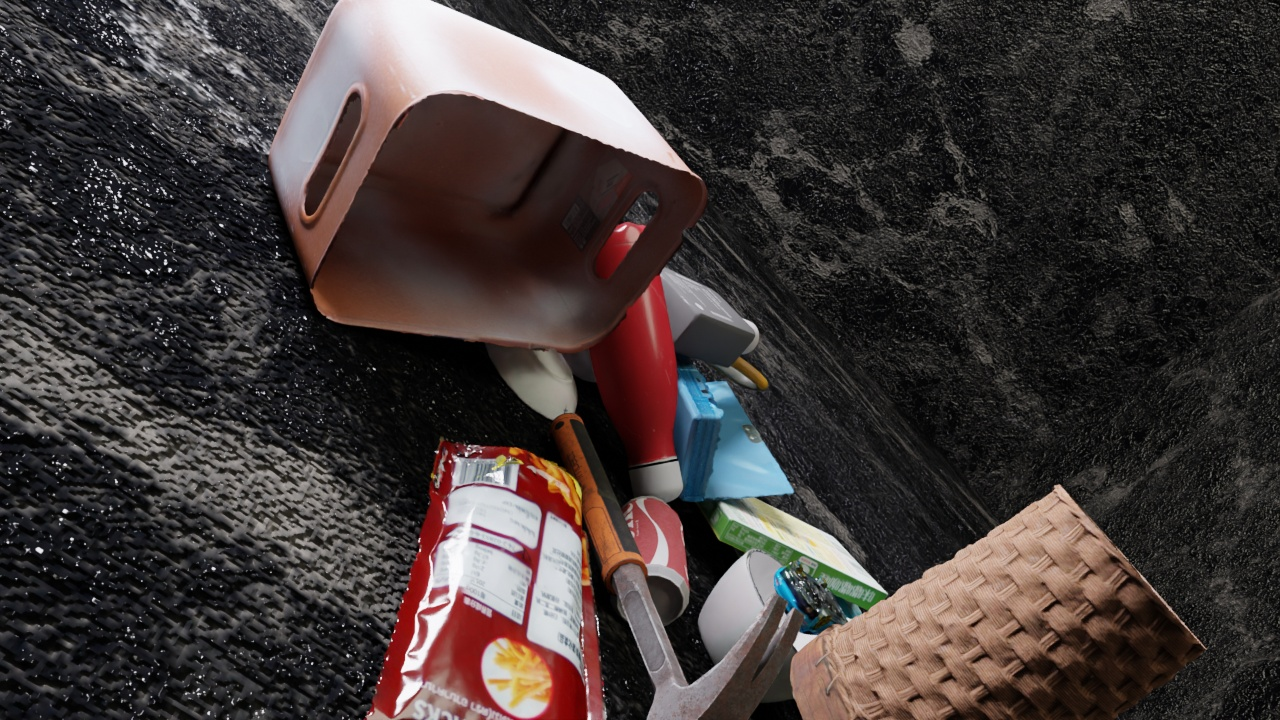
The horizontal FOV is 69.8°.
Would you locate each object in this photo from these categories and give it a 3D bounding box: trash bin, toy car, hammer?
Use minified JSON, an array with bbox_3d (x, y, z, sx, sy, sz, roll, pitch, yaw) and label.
[{"bbox_3d":[-0.112,-0.130,0.658,0.259,0.182,0.157,6,42,-46],"label":"trash bin"},{"bbox_3d":[0.222,0.190,0.584,0.151,0.210,0.151,43,16,-16],"label":"trash bin"},{"bbox_3d":[0.125,0.181,0.675,0.105,0.032,0.048,37,19,-53],"label":"toy car"},{"bbox_3d":[-0.006,0.116,0.592,0.035,0.138,0.314,42,9,-31],"label":"hammer"}]

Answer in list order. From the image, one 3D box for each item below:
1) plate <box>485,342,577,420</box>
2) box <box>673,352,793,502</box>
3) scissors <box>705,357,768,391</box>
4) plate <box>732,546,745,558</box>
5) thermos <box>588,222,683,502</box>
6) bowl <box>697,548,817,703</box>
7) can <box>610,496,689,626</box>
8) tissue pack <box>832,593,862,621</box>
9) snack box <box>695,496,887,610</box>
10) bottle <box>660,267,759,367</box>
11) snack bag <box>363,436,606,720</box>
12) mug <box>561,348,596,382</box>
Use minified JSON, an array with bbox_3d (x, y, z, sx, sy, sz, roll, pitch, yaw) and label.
[{"bbox_3d":[-0.085,0.004,0.777,0.104,0.026,0.104,45,16,-17],"label":"plate"},{"bbox_3d":[0.070,0.039,0.892,0.112,0.094,0.231,2,24,-13],"label":"box"},{"bbox_3d":[0.050,-0.020,1.031,0.229,0.016,0.225,28,-17,29],"label":"scissors"},{"bbox_3d":[0.145,0.209,0.952,0.178,0.012,0.178,45,16,-17],"label":"plate"},{"bbox_3d":[-0.005,0.004,0.789,0.073,0.073,0.239,5,73,-68],"label":"thermos"},{"bbox_3d":[0.096,0.212,0.712,0.116,0.066,0.116,45,16,-17],"label":"bowl"},{"bbox_3d":[0.005,0.141,0.653,0.054,0.054,0.096,44,16,-18],"label":"can"},{"bbox_3d":[0.181,0.287,0.778,0.117,0.066,0.209,29,27,-48],"label":"tissue pack"},{"bbox_3d":[0.132,0.166,0.854,0.168,0.027,0.132,28,6,-14],"label":"snack box"},{"bbox_3d":[0.063,-0.037,0.897,0.083,0.046,0.173,49,18,30],"label":"bottle"},{"bbox_3d":[-0.065,0.132,0.472,0.139,0.067,0.207,36,22,-26],"label":"snack bag"},{"bbox_3d":[-0.037,-0.042,0.880,0.087,0.081,0.114,-65,152,-66],"label":"mug"}]
